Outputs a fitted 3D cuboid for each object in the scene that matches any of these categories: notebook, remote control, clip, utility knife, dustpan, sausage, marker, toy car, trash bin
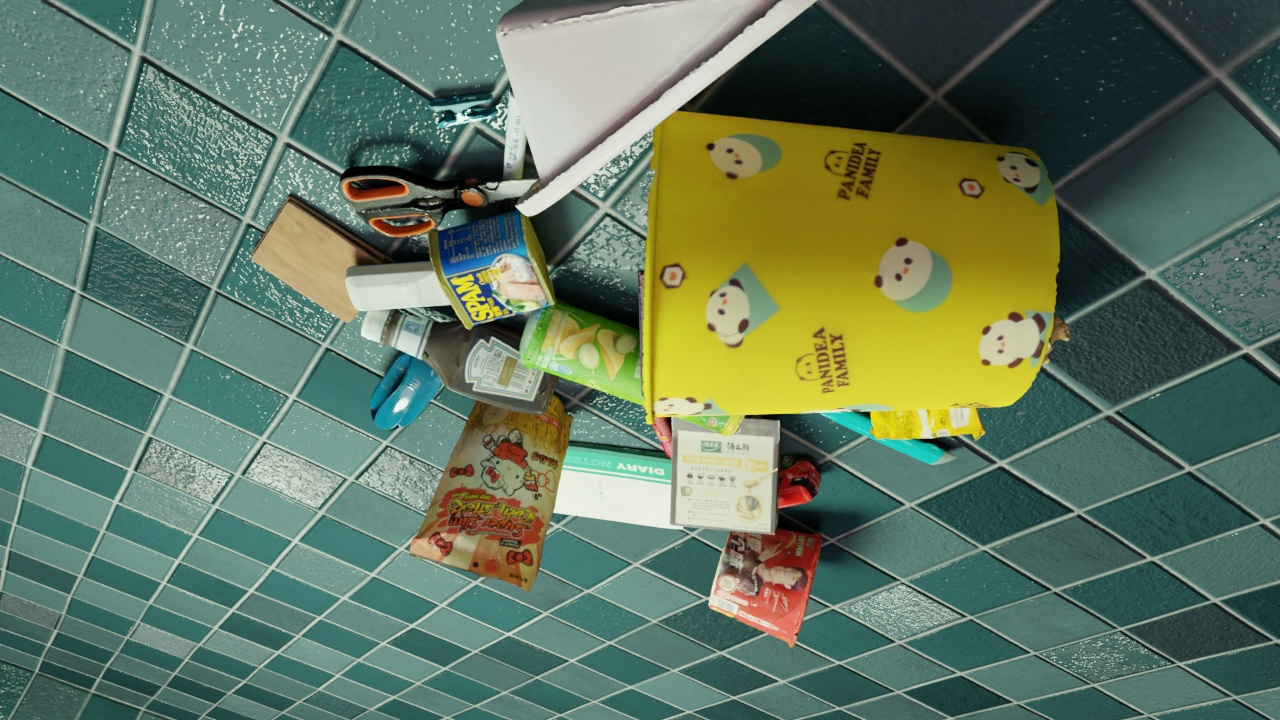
[{"bbox_3d":[-0.051,0.147,1.105,0.209,0.012,0.151,6,139,9],"label":"notebook"},{"bbox_3d":[-0.211,-0.070,0.863,0.125,0.024,0.049,-5,141,-3],"label":"remote control"},{"bbox_3d":[-0.138,-0.197,0.721,0.057,0.014,0.046,-3,136,20],"label":"clip"},{"bbox_3d":[0.242,0.070,0.935,0.171,0.013,0.029,24,137,-8],"label":"utility knife"},{"bbox_3d":[0.036,-0.178,0.550,0.274,0.221,0.139,4,129,30],"label":"dustpan"},{"bbox_3d":[0.019,0.059,0.975,0.020,0.020,0.156,-3,137,18],"label":"sausage"},{"bbox_3d":[-0.099,-0.169,0.740,0.022,0.018,0.131,8,141,-8],"label":"marker"},{"bbox_3d":[0.139,0.140,1.020,0.121,0.045,0.053,-13,133,30],"label":"toy car"},{"bbox_3d":[0.134,-0.064,0.657,0.255,0.229,0.230,2,140,3],"label":"trash bin"}]

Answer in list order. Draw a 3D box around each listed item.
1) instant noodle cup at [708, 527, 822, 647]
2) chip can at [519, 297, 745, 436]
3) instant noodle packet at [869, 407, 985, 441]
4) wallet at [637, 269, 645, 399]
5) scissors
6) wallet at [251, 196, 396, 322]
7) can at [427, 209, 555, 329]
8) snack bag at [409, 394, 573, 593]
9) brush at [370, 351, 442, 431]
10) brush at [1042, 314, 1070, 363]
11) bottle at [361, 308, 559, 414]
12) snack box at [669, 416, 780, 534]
[{"bbox_3d":[0.147,0.257,1.094,0.108,0.137,0.138,15,141,10],"label":"instant noodle cup"},{"bbox_3d":[-0.005,0.005,0.877,0.221,0.072,0.073,20,140,-8],"label":"chip can"},{"bbox_3d":[0.259,0.028,0.856,0.111,0.044,0.128,-2,135,27],"label":"instant noodle packet"},{"bbox_3d":[0.047,-0.022,0.822,0.096,0.020,0.122,-1,110,4],"label":"wallet"},{"bbox_3d":[-0.144,-0.134,0.780,0.235,0.021,0.125,9,150,7],"label":"scissors"},{"bbox_3d":[-0.306,-0.095,0.882,0.115,0.020,0.101,34,133,-21],"label":"wallet"},{"bbox_3d":[-0.127,-0.079,0.799,0.083,0.057,0.102,-14,149,3],"label":"can"},{"bbox_3d":[-0.144,0.127,0.953,0.128,0.207,0.073,20,145,-7],"label":"snack bag"},{"bbox_3d":[-0.250,0.033,0.974,0.055,0.073,0.144,35,136,-12],"label":"brush"},{"bbox_3d":[0.228,-0.030,0.787,0.255,0.083,0.046,3,117,22],"label":"brush"},{"bbox_3d":[-0.176,-0.008,0.908,0.195,0.080,0.044,20,-176,-8],"label":"bottle"},{"bbox_3d":[0.090,0.116,0.969,0.113,0.053,0.126,3,98,11],"label":"snack box"}]
